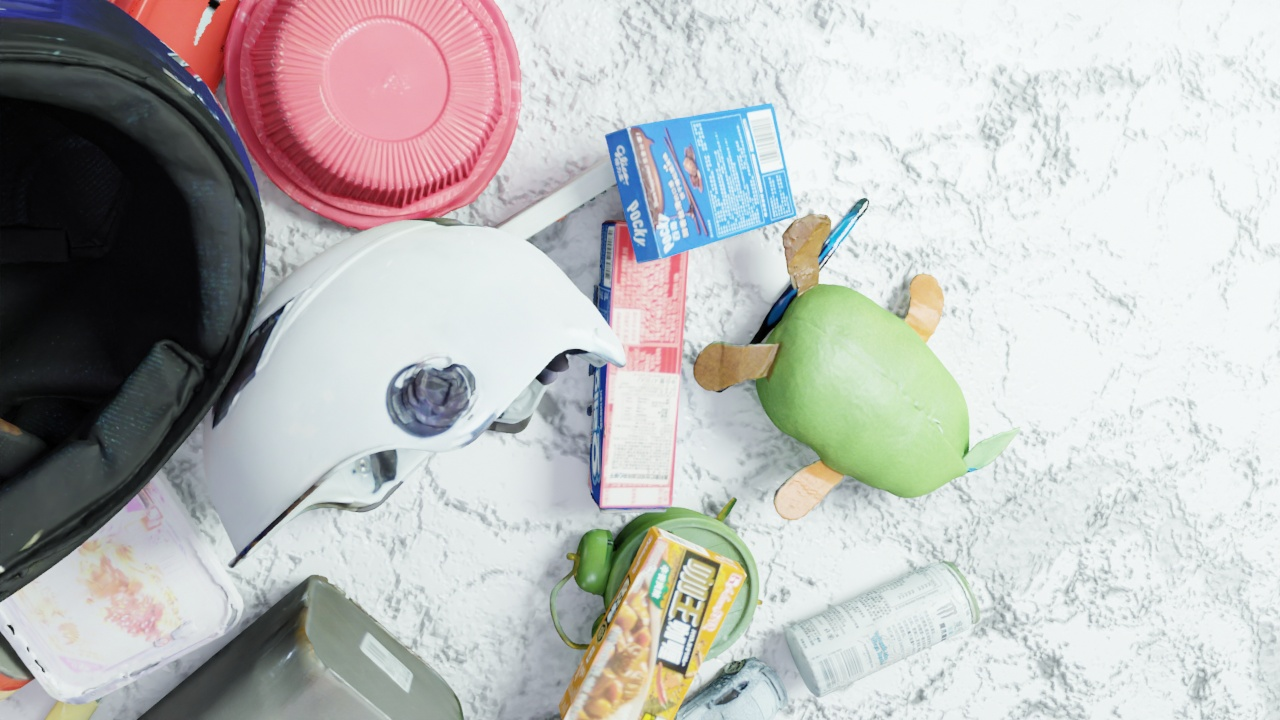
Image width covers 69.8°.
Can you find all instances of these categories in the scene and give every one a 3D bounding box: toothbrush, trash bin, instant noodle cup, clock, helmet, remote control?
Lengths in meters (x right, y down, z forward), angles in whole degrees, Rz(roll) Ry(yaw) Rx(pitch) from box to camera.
[{"bbox_3d":[0.115,-0.051,0.704,0.014,0.016,0.189,38,88,-5],"label":"toothbrush"},{"bbox_3d":[-0.245,0.284,0.606,0.219,0.199,0.199,-46,106,-9],"label":"trash bin"},{"bbox_3d":[-0.361,0.125,0.614,0.138,0.060,0.173,-26,104,-5],"label":"instant noodle cup"},{"bbox_3d":[0.011,0.172,0.696,0.161,0.056,0.116,-16,101,-8],"label":"clock"},{"bbox_3d":[-0.334,-0.034,0.416,0.314,0.241,0.247,-52,136,-22],"label":"helmet"},{"bbox_3d":[-0.163,-0.177,0.588,0.193,0.066,0.194,-5,105,-20],"label":"instant noodle cup"},{"bbox_3d":[-0.152,0.000,0.555,0.258,0.230,0.146,-28,88,-27],"label":"helmet"},{"bbox_3d":[-0.044,-0.117,0.639,0.135,0.056,0.019,-33,104,-5],"label":"remote control"}]

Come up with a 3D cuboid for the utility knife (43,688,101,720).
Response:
[{"bbox_3d":[-0.420,0.279,0.650,0.031,0.020,0.195,33,98,-19],"label":"utility knife"}]

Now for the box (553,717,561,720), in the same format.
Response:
[{"bbox_3d":[-0.047,0.385,0.629,0.131,0.271,0.179,-9,103,19],"label":"box"}]

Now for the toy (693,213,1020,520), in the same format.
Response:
[{"bbox_3d":[0.161,0.019,0.684,0.246,0.090,0.226,39,80,-18],"label":"toy"}]

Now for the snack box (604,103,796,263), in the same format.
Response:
[{"bbox_3d":[0.046,-0.124,0.627,0.156,0.026,0.084,-23,102,-43],"label":"snack box"}]

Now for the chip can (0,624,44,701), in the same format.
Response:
[{"bbox_3d":[-0.505,0.240,0.602,0.216,0.073,0.073,-35,104,-4],"label":"chip can"}]

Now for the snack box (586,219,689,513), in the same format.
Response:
[{"bbox_3d":[-0.004,0.004,0.666,0.058,0.057,0.207,2,98,-14],"label":"snack box"}]

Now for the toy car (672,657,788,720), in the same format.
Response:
[{"bbox_3d":[0.062,0.287,0.728,0.120,0.037,0.054,-32,104,-15],"label":"toy car"}]

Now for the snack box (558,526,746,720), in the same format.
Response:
[{"bbox_3d":[0.008,0.202,0.657,0.075,0.026,0.154,26,94,-14],"label":"snack box"}]

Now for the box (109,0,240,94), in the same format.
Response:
[{"bbox_3d":[-0.339,-0.182,0.577,0.101,0.095,0.201,29,94,27],"label":"box"}]

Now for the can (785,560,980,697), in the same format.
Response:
[{"bbox_3d":[0.193,0.214,0.736,0.146,0.058,0.058,-22,102,-7],"label":"can"}]
